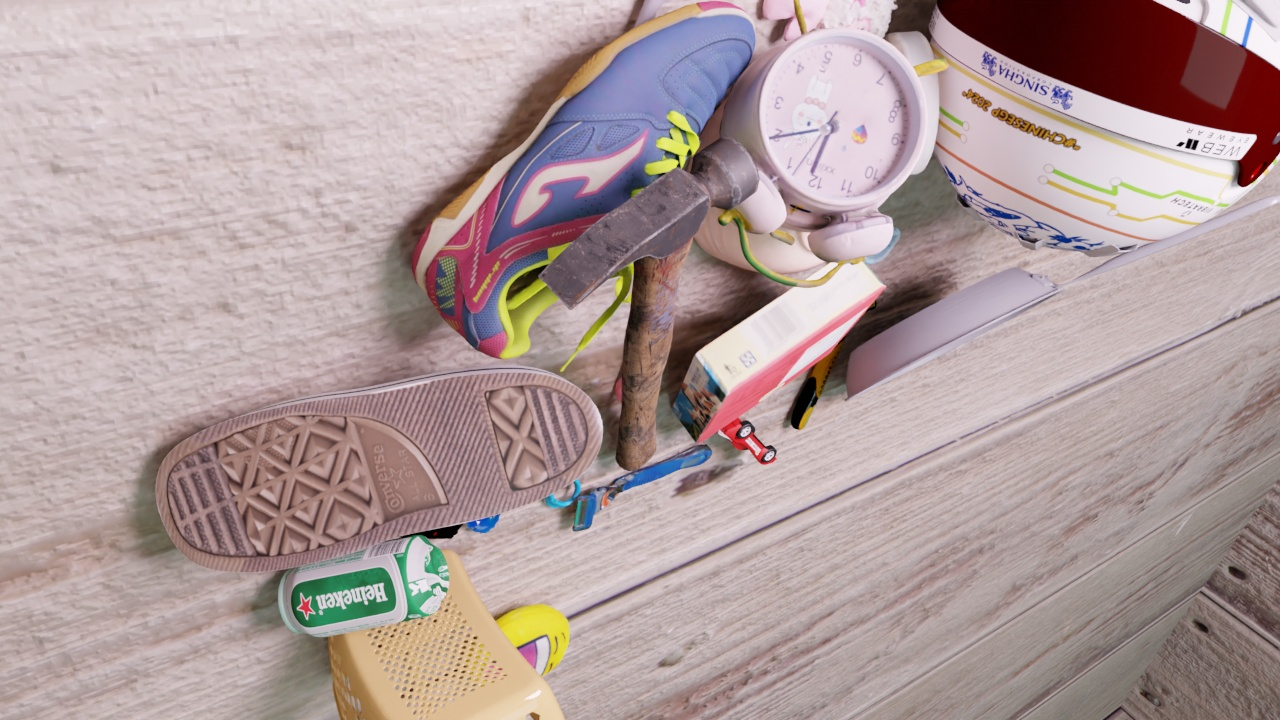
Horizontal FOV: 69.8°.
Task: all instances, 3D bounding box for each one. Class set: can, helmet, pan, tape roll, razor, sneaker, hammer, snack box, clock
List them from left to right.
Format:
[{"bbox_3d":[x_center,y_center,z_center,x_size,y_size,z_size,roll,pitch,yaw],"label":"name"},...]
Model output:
[{"bbox_3d":[-0.177,0.146,0.592,0.101,0.053,0.053,-13,140,12],"label":"can"},{"bbox_3d":[-0.151,0.053,0.551,0.245,0.097,0.091,-15,98,-11],"label":"sneaker"},{"bbox_3d":[-0.013,-0.096,0.519,0.242,0.091,0.116,-43,164,0],"label":"sneaker"},{"bbox_3d":[-0.003,0.003,0.574,0.119,0.033,0.331,-36,160,-19],"label":"hammer"},{"bbox_3d":[0.002,0.099,0.760,0.140,0.018,0.044,-21,141,-31],"label":"razor"},{"bbox_3d":[0.098,-0.006,0.689,0.142,0.040,0.145,-34,167,-14],"label":"snack box"},{"bbox_3d":[0.104,-0.120,0.541,0.117,0.059,0.158,21,87,-8],"label":"clock"},{"bbox_3d":[0.168,0.002,0.815,0.044,0.021,0.144,-17,135,-55],"label":"razor"},{"bbox_3d":[0.178,-0.174,0.624,0.019,0.093,0.094,-5,132,-1],"label":"tape roll"},{"bbox_3d":[0.321,-0.055,0.754,0.358,0.050,0.200,-32,169,31],"label":"pan"},{"bbox_3d":[0.306,-0.188,0.607,0.313,0.231,0.236,-4,127,-51],"label":"helmet"}]

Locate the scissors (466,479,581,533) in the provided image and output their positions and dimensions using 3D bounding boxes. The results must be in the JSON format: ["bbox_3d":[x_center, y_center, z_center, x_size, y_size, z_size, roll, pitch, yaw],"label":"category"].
[{"bbox_3d":[-0.088,0.079,0.671,0.118,0.014,0.129,-27,135,-19],"label":"scissors"}]

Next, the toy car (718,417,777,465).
[{"bbox_3d":[0.086,0.063,0.784,0.025,0.038,0.089,-44,140,2],"label":"toy car"}]

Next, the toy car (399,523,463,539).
[{"bbox_3d":[-0.149,0.102,0.620,0.042,0.036,0.091,-53,139,9],"label":"toy car"}]

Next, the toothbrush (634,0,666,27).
[{"bbox_3d":[0.027,-0.235,0.501,0.019,0.018,0.188,16,112,-41],"label":"toothbrush"}]

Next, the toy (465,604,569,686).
[{"bbox_3d":[-0.102,0.242,0.773,0.094,0.041,0.096,-9,131,-30],"label":"toy"}]

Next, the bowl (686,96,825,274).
[{"bbox_3d":[0.111,-0.118,0.626,0.152,0.076,0.153,-22,134,-25],"label":"bowl"}]

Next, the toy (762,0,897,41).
[{"bbox_3d":[0.126,-0.232,0.574,0.108,0.041,0.096,-5,127,-30],"label":"toy"}]

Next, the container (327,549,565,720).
[{"bbox_3d":[-0.136,0.252,0.644,0.129,0.183,0.167,-21,127,-27],"label":"container"}]

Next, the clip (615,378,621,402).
[{"bbox_3d":[0.003,0.005,0.682,0.045,0.023,0.060,-19,129,-29],"label":"clip"}]

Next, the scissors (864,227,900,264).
[{"bbox_3d":[0.170,-0.100,0.742,0.130,0.013,0.126,-3,124,-35],"label":"scissors"}]
